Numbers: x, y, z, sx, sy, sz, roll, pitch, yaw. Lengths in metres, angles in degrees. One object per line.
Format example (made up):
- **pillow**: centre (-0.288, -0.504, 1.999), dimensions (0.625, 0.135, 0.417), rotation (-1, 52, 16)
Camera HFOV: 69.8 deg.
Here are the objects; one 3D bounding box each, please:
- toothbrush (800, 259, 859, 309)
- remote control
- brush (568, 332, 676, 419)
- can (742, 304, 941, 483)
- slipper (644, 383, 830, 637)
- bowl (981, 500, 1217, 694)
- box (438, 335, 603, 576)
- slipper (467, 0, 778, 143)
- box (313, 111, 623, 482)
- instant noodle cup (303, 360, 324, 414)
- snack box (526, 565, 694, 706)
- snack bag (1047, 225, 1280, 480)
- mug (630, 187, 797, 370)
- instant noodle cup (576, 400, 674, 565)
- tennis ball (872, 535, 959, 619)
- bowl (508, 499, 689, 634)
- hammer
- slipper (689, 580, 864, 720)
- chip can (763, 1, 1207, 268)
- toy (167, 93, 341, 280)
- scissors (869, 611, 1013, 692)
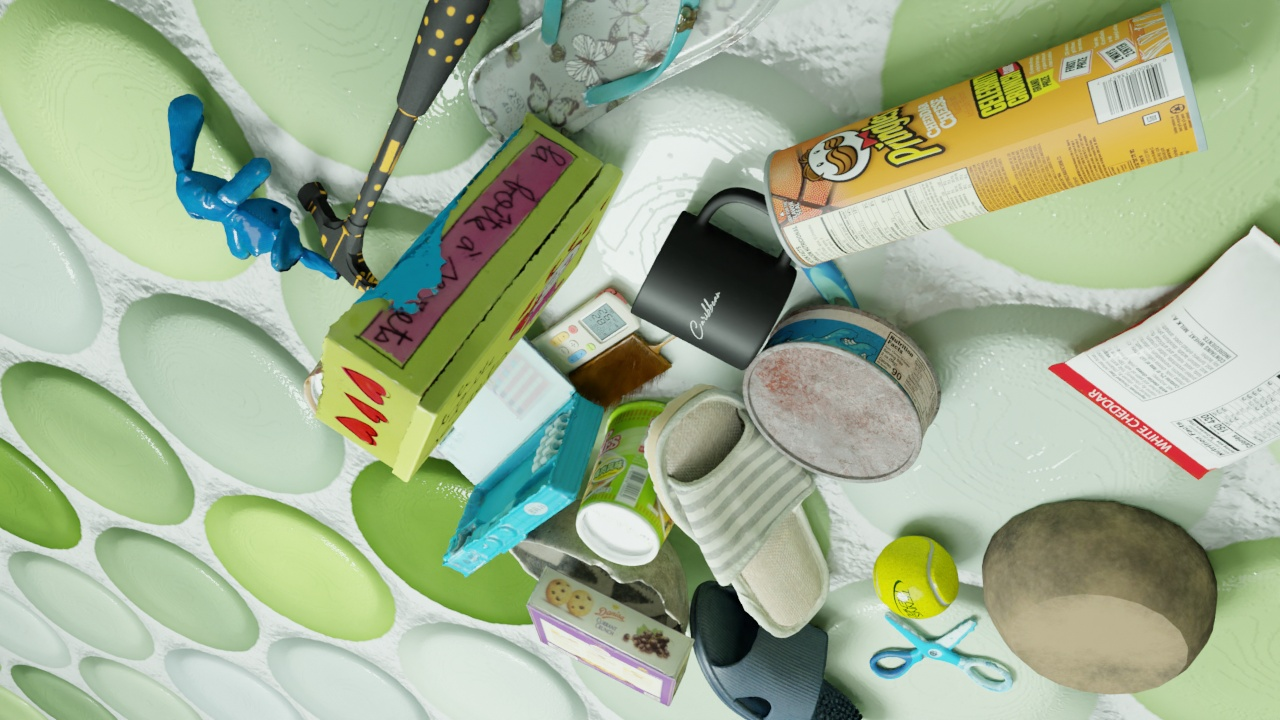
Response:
- **toothbrush**: centre (0.144, -0.033, 0.637), dimensions (0.022, 0.017, 0.135), rotation (-22, 113, 37)
- **remote control**: centre (-0.051, -0.017, 0.733), dimensions (0.038, 0.018, 0.126), rotation (45, 130, -16)
- **brush**: centre (-0.005, 0.004, 0.726), dimensions (0.048, 0.017, 0.127), rotation (40, 133, -22)
- **can**: centre (0.140, 0.025, 0.647), dimensions (0.130, 0.044, 0.130), rotation (22, 140, 20)
- **slipper**: centre (0.091, 0.130, 0.732), dimensions (0.054, 0.114, 0.273), rotation (20, 150, 49)
- **bowl**: centre (0.342, 0.186, 0.691), dimensions (0.162, 0.070, 0.162), rotation (12, 131, 14)
- **box**: centre (-0.116, 0.081, 0.799), dimensions (0.085, 0.169, 0.228), rotation (-3, 155, -35)
- **slipper**: centre (-0.010, -0.196, 0.543), dimensions (0.270, 0.054, 0.098), rotation (-28, 115, 40)
- **box**: centre (-0.108, -0.041, 0.588), dimensions (0.083, 0.220, 0.125), rotation (32, 145, -3)
- **instant noodle cup**: centre (-0.218, 0.005, 0.763), dimensions (0.098, 0.108, 0.098), rotation (12, 132, 14)
- **snack box**: centre (-0.027, 0.255, 0.835), dimensions (0.143, 0.040, 0.148), rotation (24, 153, 12)
- **snack bag**: centre (0.353, 0.005, 0.556), dimensions (0.131, 0.039, 0.144), rotation (35, 133, -6)
- **mug**: centre (0.057, -0.060, 0.612), dimensions (0.088, 0.078, 0.114), rotation (28, 122, 0)
- **instant noodle cup**: centre (-0.002, 0.104, 0.751), dimensions (0.099, 0.107, 0.099), rotation (13, 132, 15)
- **tennis ball**: centre (0.222, 0.175, 0.739), dimensions (0.065, 0.065, 0.065), rotation (12, 131, 14)
- **bowl**: centre (-0.025, 0.179, 0.836), dimensions (0.178, 0.081, 0.179), rotation (23, 151, 13)
- **hammer**: centre (-0.155, -0.170, 0.625), dimensions (0.123, 0.036, 0.322), rotation (54, 131, 13)
- **slipper**: centre (0.149, 0.299, 0.854), dimensions (0.083, 0.101, 0.263), rotation (-27, 116, 39)
- **chip can**: centre (0.181, -0.116, 0.507), dimensions (0.216, 0.075, 0.075), rotation (-15, 120, 33)
- **toy**: centre (-0.310, -0.122, 0.716), dimensions (0.176, 0.071, 0.113), rotation (49, 164, -14)
- **scissors**: centre (0.267, 0.271, 0.837), dimensions (0.134, 0.011, 0.140), rotation (36, 134, -11)
